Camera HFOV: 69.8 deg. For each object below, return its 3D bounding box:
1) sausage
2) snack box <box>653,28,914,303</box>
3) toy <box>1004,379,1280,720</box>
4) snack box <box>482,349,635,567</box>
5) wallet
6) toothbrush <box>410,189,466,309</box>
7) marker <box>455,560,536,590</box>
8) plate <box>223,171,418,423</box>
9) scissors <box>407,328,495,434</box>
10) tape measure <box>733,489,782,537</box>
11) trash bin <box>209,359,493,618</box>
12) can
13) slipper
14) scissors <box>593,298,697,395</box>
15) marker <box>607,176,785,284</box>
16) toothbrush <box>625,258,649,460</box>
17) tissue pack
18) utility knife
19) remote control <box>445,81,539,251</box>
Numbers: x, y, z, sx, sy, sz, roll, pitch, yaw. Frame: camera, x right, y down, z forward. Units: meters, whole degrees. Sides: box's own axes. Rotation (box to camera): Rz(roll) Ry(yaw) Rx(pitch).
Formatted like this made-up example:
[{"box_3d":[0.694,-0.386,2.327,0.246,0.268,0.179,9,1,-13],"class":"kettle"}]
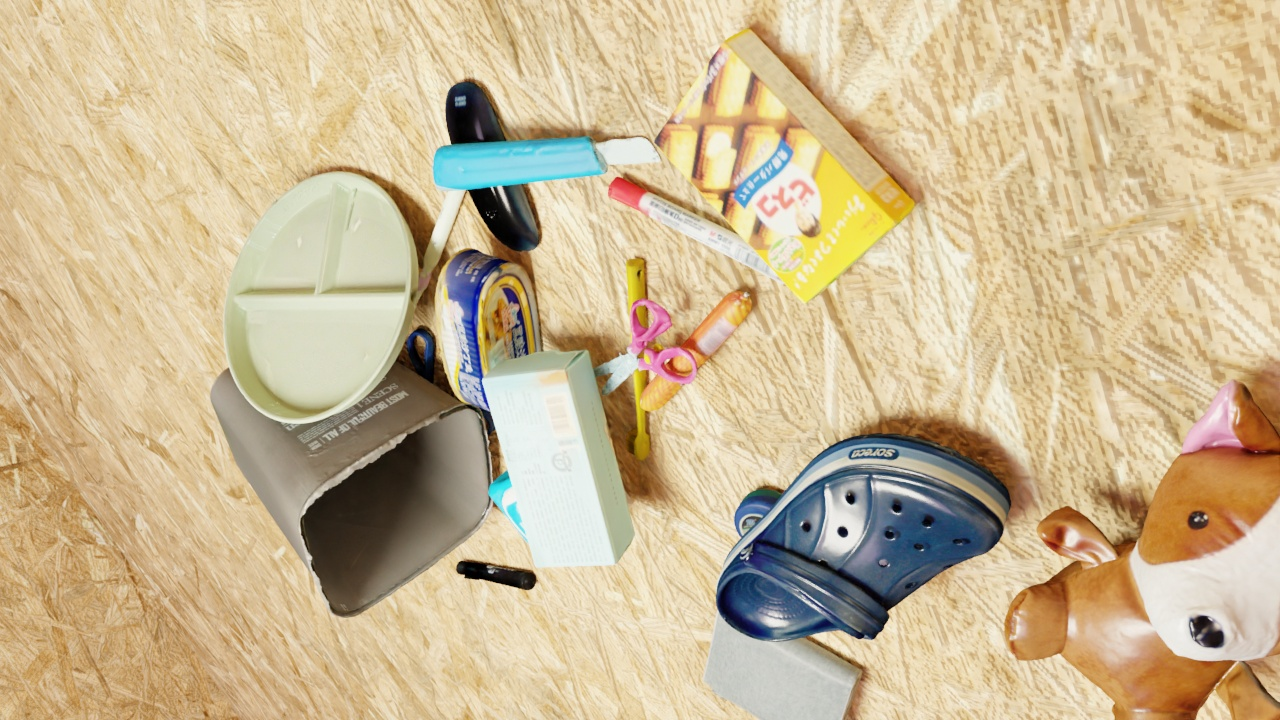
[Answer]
[{"box_3d":[0.037,-0.003,0.667,0.021,0.021,0.166,46,140,5],"class":"sausage"},{"box_3d":[0.080,-0.111,0.536,0.140,0.033,0.087,46,141,2],"class":"snack box"},{"box_3d":[0.282,0.117,0.468,0.140,0.130,0.200,44,131,17],"class":"toy"},{"box_3d":[-0.064,0.081,0.739,0.074,0.051,0.175,-6,107,23],"class":"snack box"},{"box_3d":[0.120,0.274,0.796,0.130,0.036,0.107,24,123,27],"class":"wallet"},{"box_3d":[-0.182,-0.098,0.799,0.020,0.029,0.190,13,144,-22],"class":"toothbrush"},{"box_3d":[-0.168,0.247,1.053,0.132,0.020,0.022,-4,106,45],"class":"marker"},{"box_3d":[-0.286,-0.056,0.820,0.231,0.027,0.230,-6,77,28],"class":"plate"},{"box_3d":[-0.209,0.035,0.934,0.176,0.012,0.162,18,132,34],"class":"scissors"},{"box_3d":[0.101,0.125,0.706,0.058,0.025,0.054,-8,114,37],"class":"tape measure"},{"box_3d":[-0.290,0.090,0.908,0.220,0.198,0.199,36,142,30],"class":"trash bin"},{"box_3d":[-0.124,-0.020,0.763,0.049,0.074,0.148,20,131,28],"class":"can"},{"box_3d":[0.127,0.138,0.618,0.105,0.095,0.254,34,136,-10],"class":"slipper"},{"box_3d":[-0.011,-0.008,0.689,0.138,0.017,0.077,-15,107,55],"class":"scissors"},{"box_3d":[0.040,-0.086,0.604,0.145,0.017,0.017,30,136,22],"class":"marker"},{"box_3d":[-0.004,0.004,0.716,0.017,0.015,0.190,28,136,33],"class":"toothbrush"},{"box_3d":[-0.076,0.125,0.839,0.090,0.063,0.140,53,141,-4],"class":"tissue pack"},{"box_3d":[-0.071,-0.140,0.644,0.186,0.018,0.034,2,117,27],"class":"utility knife"},{"box_3d":[-0.116,-0.142,0.698,0.053,0.024,0.136,2,121,41],"class":"remote control"}]
